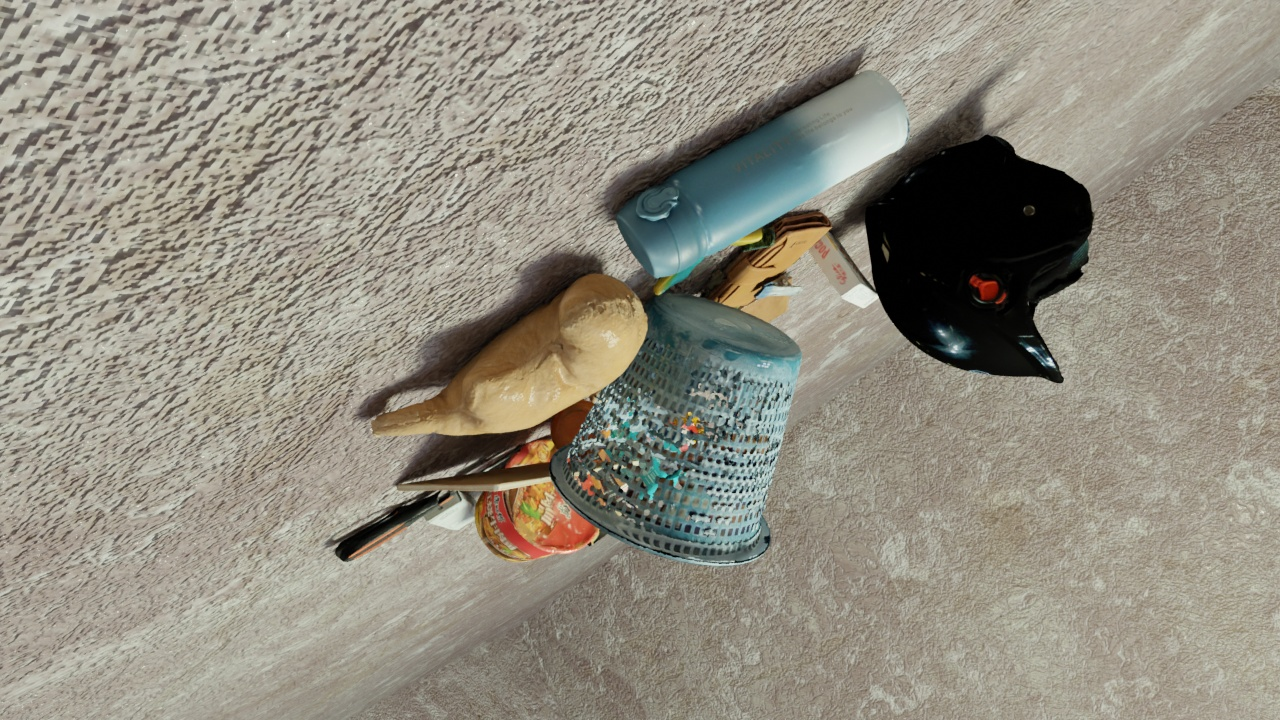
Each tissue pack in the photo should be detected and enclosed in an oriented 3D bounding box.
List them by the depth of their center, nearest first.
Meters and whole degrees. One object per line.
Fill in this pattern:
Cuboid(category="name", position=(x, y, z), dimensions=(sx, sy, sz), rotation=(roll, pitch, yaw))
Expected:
Cuboid(category="tissue pack", position=(-0.001, 0.107, 1.134), dimensions=(0.050, 0.133, 0.093), rotation=(-31, 171, -29))

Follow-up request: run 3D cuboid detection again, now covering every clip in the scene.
Cuboid(category="clip", position=(0.143, -0.075, 0.954), dimensions=(0.056, 0.026, 0.024), rotation=(-18, 159, -36))

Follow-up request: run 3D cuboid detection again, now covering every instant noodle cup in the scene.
Cuboid(category="instant noodle cup", position=(-0.127, 0.178, 1.106), dimensions=(0.137, 0.138, 0.109), rotation=(-21, 170, -43))

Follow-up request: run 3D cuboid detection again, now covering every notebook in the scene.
Cuboid(category="notebook", position=(-0.122, 0.117, 0.944), dimensions=(0.148, 0.008, 0.207), rotation=(-6, 178, 38))

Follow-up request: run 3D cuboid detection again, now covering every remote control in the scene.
Cuboid(category="remote control", position=(-0.225, 0.184, 1.111), dimensions=(0.049, 0.024, 0.125), rotation=(-33, 166, -6))

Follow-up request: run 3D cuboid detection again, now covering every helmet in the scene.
Cuboid(category="helmet", position=(0.368, -0.101, 0.992), dimensions=(0.231, 0.274, 0.233), rotation=(-11, 173, 26))

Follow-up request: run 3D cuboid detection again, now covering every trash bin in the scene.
Cuboid(category="trash bin", position=(0.049, 0.050, 0.866), dimensions=(0.226, 0.227, 0.195), rotation=(-10, 123, -60))

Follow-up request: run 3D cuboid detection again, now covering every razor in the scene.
Cuboid(category="razor", position=(0.060, -0.090, 0.808), dimensions=(0.132, 0.028, 0.043), rotation=(-29, -163, -31))

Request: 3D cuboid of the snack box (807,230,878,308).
Cuboid(category="snack box", position=(0.223, -0.103, 1.021), dimensions=(0.027, 0.084, 0.156), rotation=(-36, 167, 16))

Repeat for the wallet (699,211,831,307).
Cuboid(category="wallet", position=(0.124, -0.098, 0.929), dimensions=(0.132, 0.031, 0.107), rotation=(-44, 165, 33))

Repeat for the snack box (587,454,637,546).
Cuboid(category="snack box", position=(-0.083, 0.172, 1.182), dimensions=(0.053, 0.125, 0.113), rotation=(-17, 159, -51))

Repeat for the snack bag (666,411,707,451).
Cuboid(category="snack bag", position=(0.006, 0.155, 1.484), dimensions=(0.208, 0.073, 0.128), rotation=(-31, 163, 11))

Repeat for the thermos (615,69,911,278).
Cuboid(category="thermos", position=(0.086, -0.131, 0.648), dimensions=(0.220, 0.070, 0.070), rotation=(-30, 166, -14))

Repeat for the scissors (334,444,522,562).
Cuboid(category="scissors", position=(-0.234, 0.157, 1.020), dimensions=(0.233, 0.021, 0.161), rotation=(-28, 173, -40))

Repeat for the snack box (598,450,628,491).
Cuboid(category="snack box", position=(-0.018, 0.139, 1.325), dimensions=(0.094, 0.077, 0.093), rotation=(-33, 167, -8))

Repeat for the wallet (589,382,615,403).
Cuboid(category="wallet", position=(-0.006, 0.006, 1.007), dimensions=(0.087, 0.024, 0.115), rotation=(-22, 162, -25))

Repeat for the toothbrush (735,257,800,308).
Cuboid(category="toothbrush", position=(0.108, -0.064, 1.049), dimensions=(0.186, 0.012, 0.017), rotation=(-39, 172, 22))

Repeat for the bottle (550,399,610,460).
Cuboid(category="bottle", position=(-0.066, 0.084, 1.063), dimensions=(0.066, 0.066, 0.149), rotation=(-33, 173, -3))

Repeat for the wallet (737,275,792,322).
Cuboid(category="wallet", position=(0.138, -0.059, 1.125), dimensions=(0.101, 0.020, 0.115), rotation=(-31, 164, -7))

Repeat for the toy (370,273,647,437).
Cuboid(category="toy", position=(-0.095, 0.013, 0.714), dimensions=(0.226, 0.082, 0.143), rotation=(-32, 162, 6))
